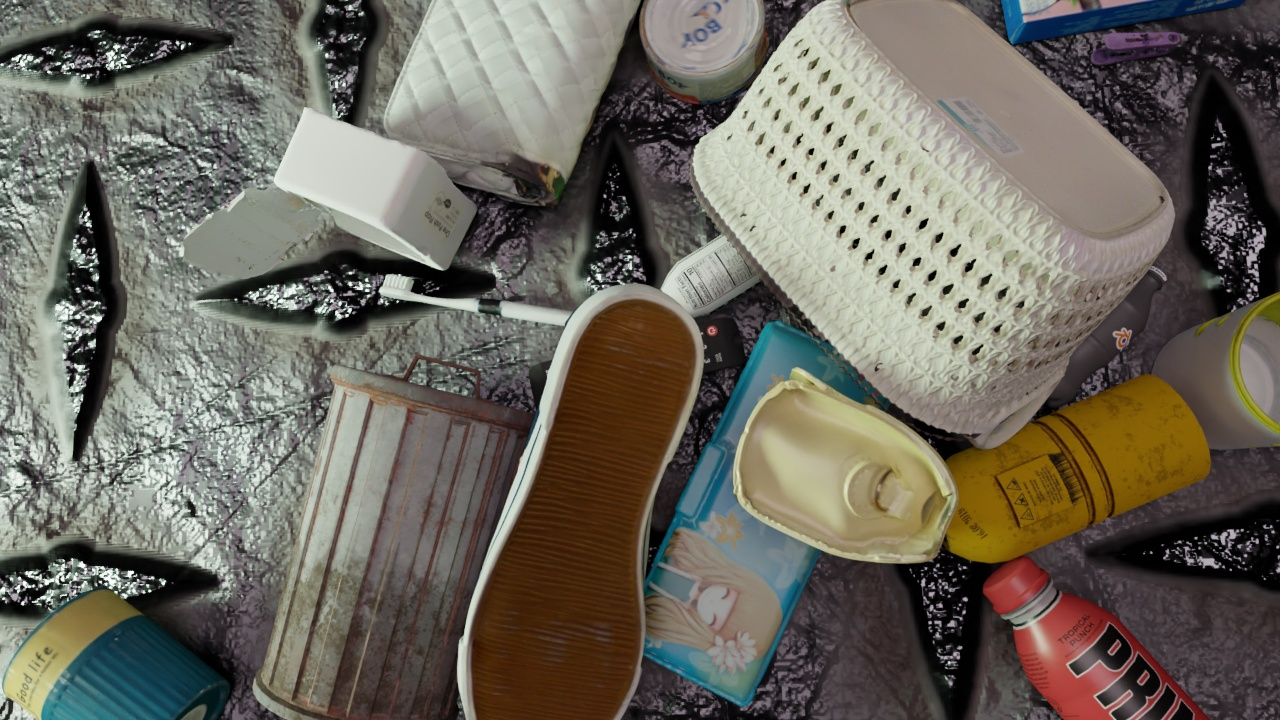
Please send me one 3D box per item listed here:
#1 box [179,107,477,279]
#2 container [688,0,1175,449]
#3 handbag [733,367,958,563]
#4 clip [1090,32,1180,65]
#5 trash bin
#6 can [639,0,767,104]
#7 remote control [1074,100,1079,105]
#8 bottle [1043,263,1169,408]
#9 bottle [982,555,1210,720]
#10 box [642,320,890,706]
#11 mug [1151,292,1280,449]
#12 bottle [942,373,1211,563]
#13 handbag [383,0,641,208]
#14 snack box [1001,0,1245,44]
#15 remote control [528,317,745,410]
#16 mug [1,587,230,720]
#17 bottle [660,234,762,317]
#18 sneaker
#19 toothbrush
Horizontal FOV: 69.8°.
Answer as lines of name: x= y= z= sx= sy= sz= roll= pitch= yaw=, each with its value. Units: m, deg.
box: x=-0.208 y=-0.105 z=0.609 sx=0.189 sy=0.111 sz=0.101 roll=1 pitch=78 yaw=12
container: x=0.158 y=-0.089 z=0.510 sx=0.184 sy=0.144 sz=0.251 roll=-24 pitch=66 yaw=-37
handbag: x=0.109 y=0.063 z=0.504 sx=0.111 sy=0.119 sz=0.081 roll=22 pitch=85 yaw=9
clip: x=0.326 y=-0.207 z=0.603 sx=0.051 sy=0.033 sz=0.013 roll=-6 pitch=80 yaw=5
trash bin: x=-0.144 y=0.103 z=0.561 sx=0.131 sy=0.131 sz=0.211 roll=13 pitch=85 yaw=8
can: x=0.044 y=-0.224 z=0.628 sx=0.086 sy=0.043 sz=0.086 roll=-1 pitch=82 yaw=8
remote control: x=0.273 y=-0.110 z=0.598 sx=0.038 sy=0.018 sz=0.125 roll=-5 pitch=81 yaw=6
bottle: x=0.286 y=-0.018 z=0.573 sx=0.110 sy=0.036 sz=0.036 roll=-44 pitch=80 yaw=-1
bottle: x=0.273 y=0.192 z=0.533 sx=0.062 sy=0.062 sz=0.176 roll=-40 pitch=80 yaw=0
box: x=0.074 y=0.094 z=0.584 sx=0.094 sy=0.039 sz=0.226 roll=25 pitch=87 yaw=8
mug: x=0.357 y=0.009 z=0.526 sx=0.082 sy=0.106 sz=0.082 roll=-1 pitch=81 yaw=6
bottle: x=0.240 y=0.072 z=0.549 sx=0.164 sy=0.071 sz=0.071 roll=-24 pitch=80 yaw=3
handbag: x=-0.076 y=-0.207 z=0.621 sx=0.139 sy=0.072 sz=0.194 roll=19 pitch=85 yaw=27
snack box: x=0.318 y=-0.269 z=0.608 sx=0.154 sy=0.033 sz=0.088 roll=-9 pitch=82 yaw=5
remote control: x=-0.004 y=0.004 z=0.615 sx=0.147 sy=0.015 sz=0.033 roll=-14 pitch=81 yaw=5
mug: x=-0.340 y=0.223 z=0.598 sx=0.107 sy=0.083 sz=0.114 roll=31 pitch=115 yaw=7
bottle: x=0.053 y=-0.059 z=0.605 sx=0.116 sy=0.041 sz=0.041 roll=-32 pitch=80 yaw=1
sneaker: x=-0.037 y=0.095 z=0.549 sx=0.120 sy=0.127 sz=0.294 roll=12 pitch=97 yaw=-15
toothbrush: x=-0.092 y=-0.038 z=0.627 sx=0.187 sy=0.012 sz=0.017 roll=10 pitch=80 yaw=12
